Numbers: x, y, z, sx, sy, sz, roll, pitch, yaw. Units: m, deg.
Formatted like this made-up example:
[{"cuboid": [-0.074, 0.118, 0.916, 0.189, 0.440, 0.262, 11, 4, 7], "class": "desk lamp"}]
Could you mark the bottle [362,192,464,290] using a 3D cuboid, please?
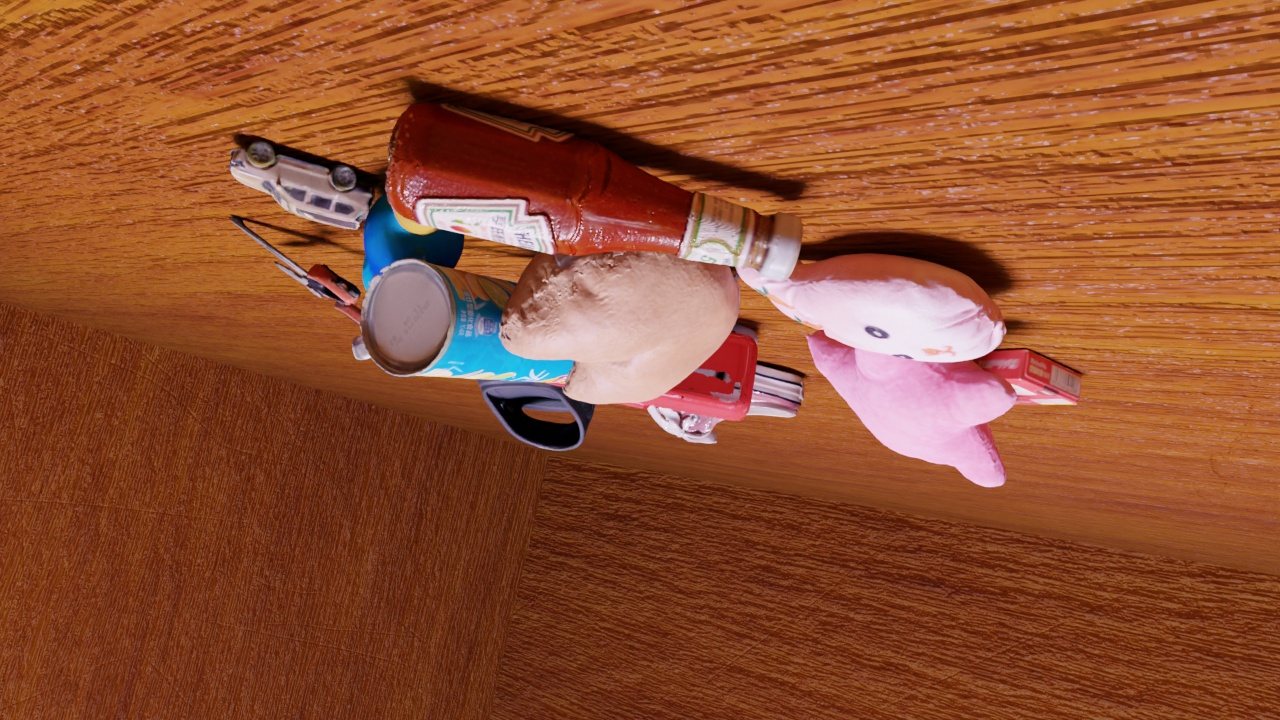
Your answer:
[{"cuboid": [-0.155, -0.077, 0.618, 0.065, 0.065, 0.219, 15, 170, -14], "class": "bottle"}]

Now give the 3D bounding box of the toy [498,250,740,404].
[{"cuboid": [0.005, -0.021, 0.607, 0.143, 0.082, 0.226, -24, 153, 11], "class": "toy"}]

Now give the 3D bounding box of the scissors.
[{"cuboid": [-0.262, -0.054, 0.787, 0.189, 0.015, 0.225, 46, 164, -33], "class": "scissors"}]

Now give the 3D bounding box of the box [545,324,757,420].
[{"cuboid": [-0.005, 0.005, 0.787, 0.201, 0.094, 0.100, 11, 153, 1], "class": "box"}]

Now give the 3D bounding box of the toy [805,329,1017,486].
[{"cuboid": [0.192, 0.015, 0.683, 0.179, 0.074, 0.195, 30, 163, 33], "class": "toy"}]

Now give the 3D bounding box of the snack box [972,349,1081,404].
[{"cuboid": [0.267, 0.015, 0.746, 0.075, 0.025, 0.153, 19, 168, -30], "class": "snack box"}]

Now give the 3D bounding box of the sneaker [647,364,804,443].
[{"cuboid": [0.045, 0.035, 0.946, 0.241, 0.087, 0.118, 12, 170, 4], "class": "sneaker"}]

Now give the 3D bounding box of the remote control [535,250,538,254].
[{"cuboid": [-0.029, -0.065, 0.658, 0.049, 0.024, 0.125, 9, 174, 20], "class": "remote control"}]

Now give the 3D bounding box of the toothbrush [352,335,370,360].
[{"cuboid": [-0.130, -0.039, 0.707, 0.189, 0.029, 0.020, -18, 125, 2], "class": "toothbrush"}]

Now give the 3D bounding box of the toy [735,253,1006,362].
[{"cuboid": [0.137, -0.035, 0.558, 0.160, 0.054, 0.121, 15, 173, 37], "class": "toy"}]

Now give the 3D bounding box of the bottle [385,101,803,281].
[{"cuboid": [-0.021, -0.079, 0.463, 0.206, 0.059, 0.060, 13, 170, -3], "class": "bottle"}]

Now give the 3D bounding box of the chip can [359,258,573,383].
[{"cuboid": [-0.089, -0.020, 0.622, 0.071, 0.071, 0.210, 7, -179, 26], "class": "chip can"}]

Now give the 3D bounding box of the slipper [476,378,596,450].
[{"cuboid": [-0.109, 0.053, 0.978, 0.111, 0.083, 0.268, -1, 171, 6], "class": "slipper"}]

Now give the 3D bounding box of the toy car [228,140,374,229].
[{"cuboid": [-0.219, -0.113, 0.592, 0.090, 0.035, 0.042, 17, 168, -16], "class": "toy car"}]
